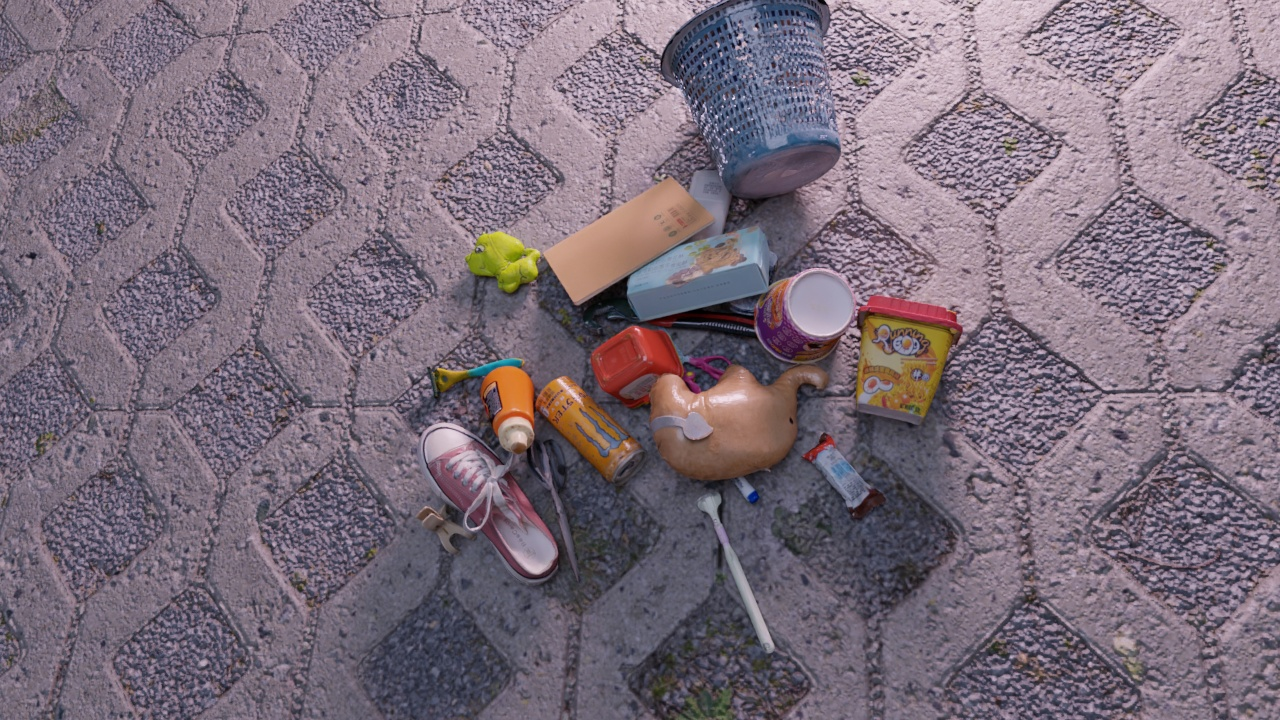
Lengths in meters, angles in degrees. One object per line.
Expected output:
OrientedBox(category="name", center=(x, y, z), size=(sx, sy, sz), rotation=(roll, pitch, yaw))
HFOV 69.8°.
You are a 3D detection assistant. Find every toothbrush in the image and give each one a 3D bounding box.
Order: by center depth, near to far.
OrientedBox(category="toothbrush", center=(0.110, 0.239, 1.038), size=(0.029, 0.020, 0.189), rotation=(-25, 66, 8))

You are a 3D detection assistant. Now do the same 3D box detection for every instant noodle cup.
OrientedBox(category="instant noodle cup", center=(0.298, 0.002, 1.052), size=(0.116, 0.116, 0.123), rotation=(12, 83, 16))
OrientedBox(category="instant noodle cup", center=(0.199, -0.056, 1.080), size=(0.111, 0.099, 0.111), rotation=(1, 82, -5))

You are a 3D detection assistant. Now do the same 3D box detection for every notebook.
OrientedBox(category="notebook", center=(-0.019, -0.161, 1.202), size=(0.207, 0.008, 0.147), rotation=(-32, 39, -2))

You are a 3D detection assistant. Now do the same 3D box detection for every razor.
OrientedBox(category="razor", center=(-0.212, 0.015, 1.191), size=(0.133, 0.028, 0.043), rotation=(-12, 89, 10))

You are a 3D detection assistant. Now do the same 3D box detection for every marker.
OrientedBox(category="marker", center=(0.091, 0.112, 1.094), size=(0.017, 0.017, 0.145), rotation=(-38, 66, -5))

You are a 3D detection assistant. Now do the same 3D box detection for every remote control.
OrientedBox(category="remote control", center=(0.083, -0.183, 1.215), size=(0.058, 0.021, 0.149), rotation=(10, 71, 15))

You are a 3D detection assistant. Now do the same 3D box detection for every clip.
OrientedBox(category="clip", center=(-0.228, 0.203, 1.088), size=(0.035, 0.102, 0.095), rotation=(-43, 92, -9))

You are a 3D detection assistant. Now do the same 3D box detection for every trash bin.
OrientedBox(category="trash bin", center=(0.156, -0.322, 1.168), size=(0.227, 0.226, 0.195), rotation=(-15, 78, 5))

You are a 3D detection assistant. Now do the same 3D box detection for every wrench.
OrientedBox(category="wrench", center=(0.060, -0.051, 1.164), size=(0.274, 0.016, 0.056), rotation=(4, 55, 12))

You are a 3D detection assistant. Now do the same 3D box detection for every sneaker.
OrientedBox(category="sneaker", center=(-0.178, 0.155, 1.081), size=(0.118, 0.088, 0.241), rotation=(-31, 67, -29))

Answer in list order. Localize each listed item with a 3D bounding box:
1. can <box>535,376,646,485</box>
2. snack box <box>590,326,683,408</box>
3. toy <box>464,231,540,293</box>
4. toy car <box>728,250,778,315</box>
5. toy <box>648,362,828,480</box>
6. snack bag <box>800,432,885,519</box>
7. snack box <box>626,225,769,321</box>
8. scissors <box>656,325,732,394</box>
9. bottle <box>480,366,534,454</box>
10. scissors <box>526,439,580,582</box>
OrientedBox(category="can", center=(-0.061, 0.084, 1.115), size=(0.058, 0.058, 0.146), rotation=(-45, 66, -8))
OrientedBox(category="snack box", center=(-0.007, 0.006, 1.111), size=(0.091, 0.080, 0.082), rotation=(-33, 63, 21))
OrientedBox(category="toy", center=(-0.186, -0.137, 1.247), size=(0.096, 0.031, 0.100), rotation=(-27, 70, 0))
OrientedBox(category="toy car", center=(0.143, -0.103, 1.159), size=(0.049, 0.031, 0.105), rotation=(10, 60, 13))
OrientedBox(category="toy", center=(0.121, 0.067, 1.070), size=(0.225, 0.083, 0.143), rotation=(-9, 71, -17))
OrientedBox(category="snack bag", center=(0.231, 0.132, 1.052), size=(0.045, 0.026, 0.105), rotation=(-33, 66, -13))
OrientedBox(category="snack box", center=(0.072, -0.107, 1.136), size=(0.175, 0.052, 0.074), rotation=(-12, 42, 21))
OrientedBox(category="scissors", center=(0.058, -0.004, 1.150), size=(0.108, 0.017, 0.135), rotation=(-23, 58, -7))
OrientedBox(category="bottle", center=(-0.155, 0.065, 1.108), size=(0.067, 0.067, 0.149), rotation=(-25, 33, 1))
OrientedBox(category="scissors", center=(-0.091, 0.176, 1.102), size=(0.014, 0.132, 0.175), rotation=(-25, 107, 26))
